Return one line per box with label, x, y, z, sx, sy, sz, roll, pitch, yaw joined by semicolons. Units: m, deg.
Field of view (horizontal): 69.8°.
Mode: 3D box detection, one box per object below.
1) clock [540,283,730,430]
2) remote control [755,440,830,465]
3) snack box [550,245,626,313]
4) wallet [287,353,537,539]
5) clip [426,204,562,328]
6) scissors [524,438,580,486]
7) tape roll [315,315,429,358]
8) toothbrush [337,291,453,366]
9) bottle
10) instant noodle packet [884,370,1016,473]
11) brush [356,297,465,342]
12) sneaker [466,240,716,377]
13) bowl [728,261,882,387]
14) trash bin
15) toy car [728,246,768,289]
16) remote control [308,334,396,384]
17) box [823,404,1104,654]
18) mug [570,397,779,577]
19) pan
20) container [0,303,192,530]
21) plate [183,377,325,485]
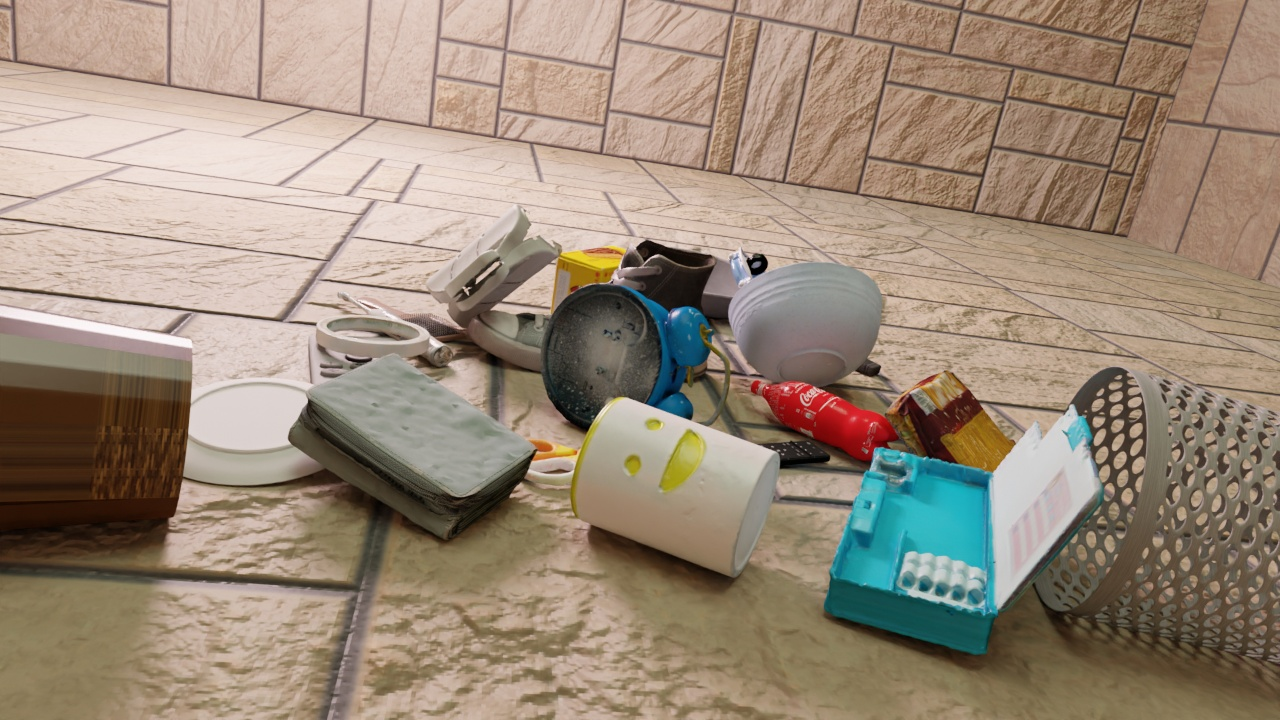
clock;-0.004;0.004;0.728;0.161;0.117;0.060;22;9;29
remote control;0.087;0.075;0.721;0.139;0.009;0.030;-1;21;-30
snack box;-0.040;-0.073;0.985;0.061;0.084;0.105;20;21;30
wallet;-0.141;0.053;0.581;0.132;0.054;0.100;27;27;17
clip;-0.152;-0.093;0.882;0.104;0.126;0.151;52;10;10
scissors;-0.035;0.070;0.665;0.128;0.013;0.065;-2;22;-30
tape roll;-0.226;-0.021;0.776;0.093;0.013;0.093;9;14;-2
toothbrush;-0.235;-0.035;0.863;0.186;0.022;0.024;27;8;40
bottle;0.154;0.047;0.792;0.142;0.042;0.041;25;23;39
instant noodle packet;0.260;0.060;0.768;0.098;0.040;0.135;50;32;14
brush;-0.235;-0.046;0.909;0.136;0.015;0.049;22;21;33
sneaker;-0.043;-0.053;0.868;0.234;0.120;0.095;4;19;-8
bowl;0.163;-0.021;0.891;0.150;0.151;0.074;6;57;-12
trash bin;0.363;0.102;0.562;0.183;0.157;0.156;15;18;6
toy car;0.134;-0.055;0.965;0.153;0.055;0.056;44;23;-41
remote control;-0.226;0.009;0.738;0.074;0.019;0.151;3;19;-22
box;0.216;0.100;0.593;0.172;0.084;0.226;-23;4;24
mug;0.022;0.077;0.565;0.106;0.083;0.082;18;20;19
pan;0.132;-0.058;1.111;0.357;0.041;0.178;31;27;35
container;-0.326;0.029;0.465;0.167;0.132;0.132;6;18;-31
plate;-0.255;0.040;0.611;0.134;0.011;0.134;8;26;-4
